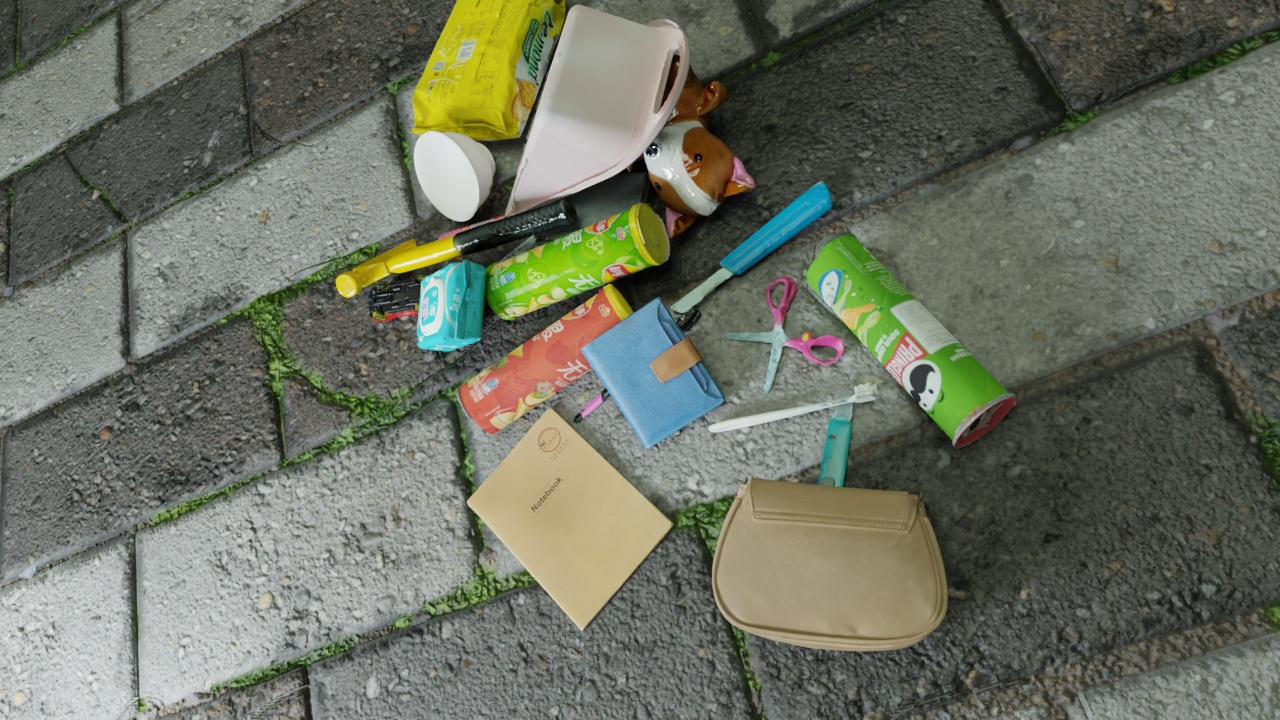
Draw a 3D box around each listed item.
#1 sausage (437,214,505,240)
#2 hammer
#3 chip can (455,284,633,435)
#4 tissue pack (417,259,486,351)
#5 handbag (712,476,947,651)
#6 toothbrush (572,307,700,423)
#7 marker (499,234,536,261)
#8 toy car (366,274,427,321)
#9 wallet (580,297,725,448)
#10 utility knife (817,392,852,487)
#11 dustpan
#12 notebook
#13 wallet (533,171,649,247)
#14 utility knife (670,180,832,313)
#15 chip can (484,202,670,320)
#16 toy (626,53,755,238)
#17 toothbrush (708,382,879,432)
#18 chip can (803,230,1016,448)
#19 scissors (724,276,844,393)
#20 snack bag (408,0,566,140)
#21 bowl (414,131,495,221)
[{"bbox_3d":[-0.191,-0.169,1.165,0.156,0.020,0.020,-14,66,16],"label":"sausage"},{"bbox_3d":[-0.216,-0.140,1.103,0.301,0.128,0.033,-13,109,21],"label":"hammer"},{"bbox_3d":[-0.102,0.000,1.037,0.217,0.073,0.073,-33,62,9],"label":"chip can"},{"bbox_3d":[-0.223,-0.062,1.081,0.134,0.050,0.093,-11,74,61],"label":"tissue pack"},{"bbox_3d":[0.170,0.187,0.837,0.205,0.100,0.147,4,73,12],"label":"handbag"},{"bbox_3d":[-0.006,0.006,1.026,0.189,0.018,0.014,-42,60,5],"label":"toothbrush"},{"bbox_3d":[-0.166,-0.117,1.136,0.131,0.018,0.022,-36,71,7],"label":"marker"},{"bbox_3d":[-0.298,-0.078,1.167,0.106,0.031,0.049,-10,68,17],"label":"toy car"},{"bbox_3d":[0.014,0.014,0.974,0.106,0.040,0.133,-32,93,10],"label":"wallet"},{"bbox_3d":[0.187,0.115,0.908,0.029,0.013,0.175,6,73,25],"label":"utility knife"},{"bbox_3d":[-0.052,-0.283,1.075,0.138,0.274,0.222,17,73,-11],"label":"dustpan"},{"bbox_3d":[-0.082,0.167,1.002,0.207,0.008,0.148,41,89,29],"label":"notebook"},{"bbox_3d":[-0.058,-0.176,1.104,0.130,0.037,0.106,0,62,20],"label":"wallet"},{"bbox_3d":[0.123,-0.121,1.018,0.218,0.018,0.034,-37,63,4],"label":"utility knife"},{"bbox_3d":[-0.079,-0.109,1.049,0.222,0.072,0.072,-18,65,26],"label":"chip can"},{"bbox_3d":[0.044,-0.246,1.043,0.140,0.130,0.199,-31,70,36],"label":"toy"},{"bbox_3d":[0.154,0.050,0.939,0.180,0.016,0.016,-15,53,21],"label":"toothbrush"},{"bbox_3d":[0.258,-0.025,0.899,0.072,0.072,0.236,-39,61,5],"label":"chip can"},{"bbox_3d":[0.152,-0.028,0.976,0.133,0.017,0.134,4,76,27],"label":"scissors"},{"bbox_3d":[-0.205,-0.396,1.212,0.158,0.068,0.246,6,66,23],"label":"snack bag"},{"bbox_3d":[-0.226,-0.245,1.173,0.118,0.118,0.064,27,45,28],"label":"bowl"}]
